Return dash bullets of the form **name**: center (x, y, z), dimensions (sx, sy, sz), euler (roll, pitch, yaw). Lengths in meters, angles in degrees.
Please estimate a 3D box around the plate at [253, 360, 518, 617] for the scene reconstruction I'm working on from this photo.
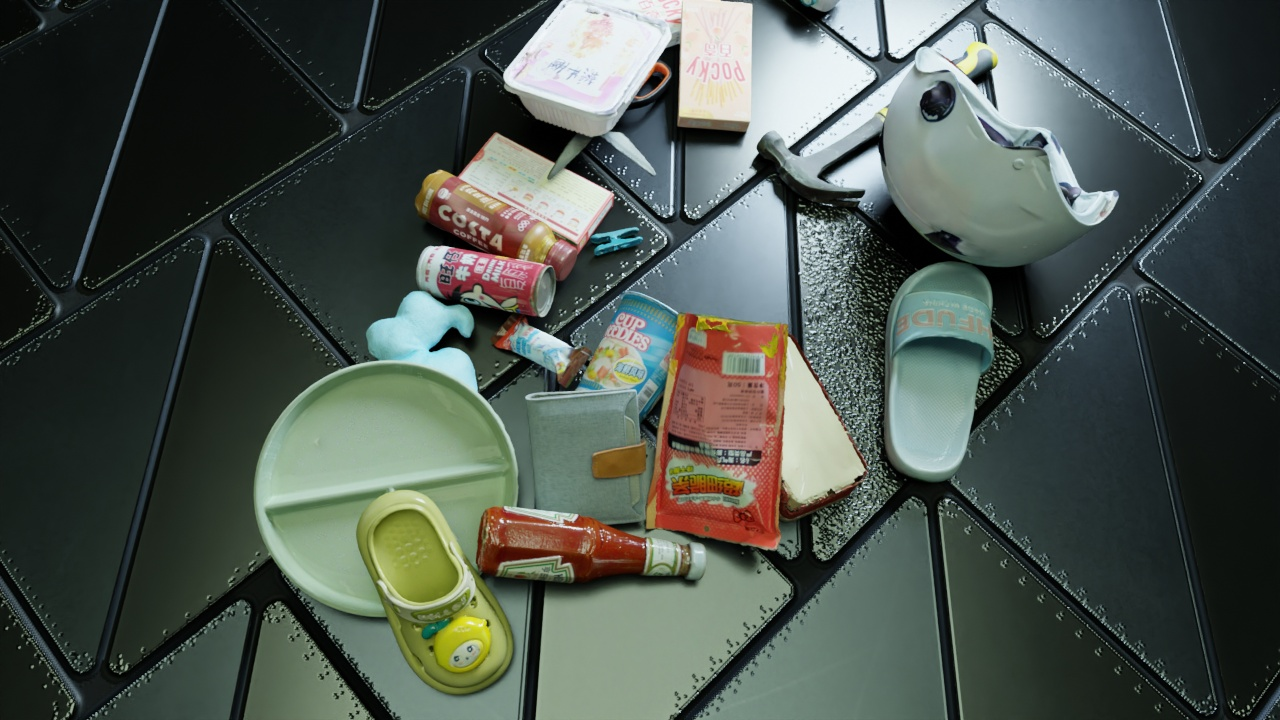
- **plate**: center (-0.227, 0.114, 0.833), dimensions (0.230, 0.027, 0.230), euler (2, 82, -12)

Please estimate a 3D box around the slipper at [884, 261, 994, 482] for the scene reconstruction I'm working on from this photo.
- **slipper**: center (0.299, 0.001, 0.920), dimensions (0.104, 0.074, 0.244), euler (14, 67, 4)

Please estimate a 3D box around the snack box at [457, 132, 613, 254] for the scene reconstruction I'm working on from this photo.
- **snack box**: center (-0.115, -0.185, 1.006), dimensions (0.156, 0.027, 0.076), euler (29, 67, 10)

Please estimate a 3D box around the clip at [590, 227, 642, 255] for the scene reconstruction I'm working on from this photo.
- **clip**: center (-0.026, -0.130, 0.994), dimensions (0.057, 0.014, 0.046), euler (-16, 66, -9)

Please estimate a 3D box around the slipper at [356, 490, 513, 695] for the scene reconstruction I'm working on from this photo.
- **slipper**: center (-0.178, 0.201, 0.777), dimensions (0.091, 0.082, 0.190), euler (-28, 93, -10)

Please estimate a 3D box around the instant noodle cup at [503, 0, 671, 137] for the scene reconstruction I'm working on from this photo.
- **instant noodle cup**: center (-0.056, -0.321, 1.022), dimensions (0.138, 0.060, 0.173), euler (21, 61, 13)

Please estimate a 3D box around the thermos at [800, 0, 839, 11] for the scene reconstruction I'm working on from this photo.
- **thermos**: center (0.172, -0.527, 1.154), dimensions (0.073, 0.073, 0.224), euler (-34, 72, -17)

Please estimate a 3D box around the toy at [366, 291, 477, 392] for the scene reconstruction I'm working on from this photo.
- **toy**: center (-0.212, 0.017, 0.898), dimensions (0.156, 0.050, 0.161), euler (43, 69, 12)

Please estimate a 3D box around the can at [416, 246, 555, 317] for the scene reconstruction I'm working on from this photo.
- **can**: center (-0.157, -0.082, 0.934), dimensions (0.133, 0.053, 0.053), euler (11, 65, 12)

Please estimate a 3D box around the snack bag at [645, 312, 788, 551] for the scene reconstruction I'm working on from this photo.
- **snack bag**: center (0.073, 0.063, 0.840), dimensions (0.129, 0.073, 0.208), euler (6, 94, 22)

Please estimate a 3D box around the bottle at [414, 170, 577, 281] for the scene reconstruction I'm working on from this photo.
- **bottle**: center (-0.150, -0.139, 0.967), dimensions (0.175, 0.057, 0.057), euler (28, 67, 9)

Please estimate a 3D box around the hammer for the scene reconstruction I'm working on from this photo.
- **hammer**: center (0.297, -0.284, 1.071), dimensions (0.322, 0.032, 0.126), euler (-34, 72, -17)

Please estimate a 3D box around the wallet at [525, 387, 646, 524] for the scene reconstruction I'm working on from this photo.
- **wallet**: center (-0.047, 0.092, 0.841), dimensions (0.106, 0.037, 0.130), euler (-4, 106, -2)

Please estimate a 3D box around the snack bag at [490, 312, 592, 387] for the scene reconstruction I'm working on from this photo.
- **snack bag**: center (-0.100, -0.013, 0.921), dimensions (0.104, 0.026, 0.048), euler (30, 77, 31)

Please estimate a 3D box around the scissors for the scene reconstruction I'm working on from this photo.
- **scissors**: center (-0.047, -0.282, 1.047), dimensions (0.220, 0.022, 0.230), euler (-37, 66, -21)

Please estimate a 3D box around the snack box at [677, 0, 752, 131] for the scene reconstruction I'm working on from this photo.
- **snack box**: center (0.087, -0.347, 1.074), dimensions (0.084, 0.026, 0.157), euler (3, 76, -4)

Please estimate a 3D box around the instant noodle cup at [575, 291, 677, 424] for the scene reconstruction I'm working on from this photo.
- **instant noodle cup**: center (-0.005, 0.005, 0.895), dimensions (0.099, 0.099, 0.109), euler (30, 75, 10)

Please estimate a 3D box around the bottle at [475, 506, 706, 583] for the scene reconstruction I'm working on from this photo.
- **bottle**: center (-0.042, 0.171, 0.823), dimensions (0.206, 0.060, 0.059), euler (9, 65, -13)

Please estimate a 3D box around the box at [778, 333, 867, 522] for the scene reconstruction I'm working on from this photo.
- **box**: center (0.140, 0.061, 0.882), dimensions (0.091, 0.078, 0.168), euler (-21, 68, -13)

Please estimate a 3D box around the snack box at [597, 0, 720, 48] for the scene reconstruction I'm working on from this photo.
- **snack box**: center (0.020, -0.421, 1.120), dimensions (0.156, 0.027, 0.084), euler (-22, 69, -12)

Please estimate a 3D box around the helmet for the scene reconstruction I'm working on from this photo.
- **helmet**: center (0.343, -0.194, 0.957), dimensions (0.228, 0.146, 0.258), euler (3, 45, -46)
